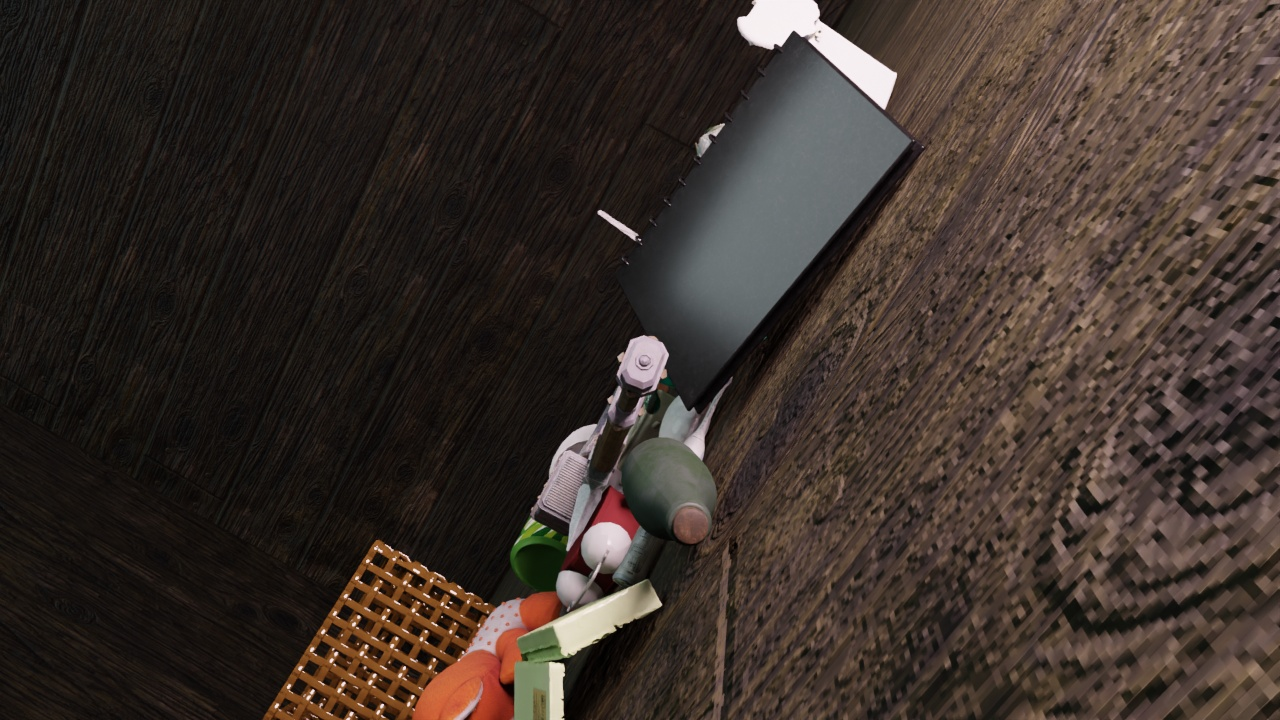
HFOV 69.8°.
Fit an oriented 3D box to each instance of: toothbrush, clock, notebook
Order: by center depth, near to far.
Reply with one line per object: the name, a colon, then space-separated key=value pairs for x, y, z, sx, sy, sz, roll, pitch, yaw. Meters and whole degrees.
notebook: x=0.073 y=-0.101 z=0.651 sx=0.232 sy=0.019 sz=0.169 roll=-52 pitch=42 yaw=25
toothbrush: x=0.030 y=0.083 z=0.671 sx=0.185 sy=0.022 sz=0.024 roll=-61 pitch=-33 yaw=-25
clock: x=-0.031 y=0.156 z=0.762 sx=0.087 sy=0.044 sz=0.124 roll=-58 pitch=3 yaw=28
clock: x=0.011 y=0.065 z=0.882 sx=0.093 sy=0.054 sz=0.140 roll=-59 pitch=5 yaw=18
toothbrush: x=0.031 y=-0.098 z=0.931 sx=0.010 sy=0.181 sz=0.010 roll=-55 pitch=-2 yaw=-12

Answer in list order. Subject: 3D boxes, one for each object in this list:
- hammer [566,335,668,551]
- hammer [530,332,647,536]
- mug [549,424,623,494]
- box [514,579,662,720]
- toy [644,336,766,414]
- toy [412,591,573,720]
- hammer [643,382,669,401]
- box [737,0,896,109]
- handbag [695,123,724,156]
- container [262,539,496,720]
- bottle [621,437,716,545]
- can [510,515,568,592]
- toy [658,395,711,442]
hammer: x=-0.016 y=0.046 z=0.612 sx=0.317 sy=0.028 sz=0.146 roll=111 pitch=-179 yaw=-73
hammer: x=-0.005 y=0.006 z=0.846 sx=0.321 sy=0.044 sz=0.099 roll=-63 pitch=2 yaw=-18
mug: x=-0.043 y=0.126 z=0.942 sx=0.068 sy=0.094 sz=0.115 roll=-65 pitch=-32 yaw=-81
box: x=-0.053 y=0.199 z=0.595 sx=0.133 sy=0.061 sz=0.188 roll=-63 pitch=4 yaw=-21
toy: x=0.063 y=-0.021 z=0.765 sx=0.130 sy=0.072 sz=0.194 roll=-11 pitch=-29 yaw=-37
toy: x=-0.129 y=0.288 z=0.803 sx=0.164 sy=0.093 sz=0.172 roll=-55 pitch=-8 yaw=36
hammer: x=0.033 y=-0.007 z=1.024 sx=0.129 sy=0.040 sz=0.321 roll=63 pitch=-134 yaw=-76
box: x=0.148 y=-0.259 z=0.798 sx=0.081 sy=0.160 sz=0.092 roll=-66 pitch=15 yaw=-17
handbag: x=0.114 y=-0.158 z=0.837 sx=0.171 sy=0.112 sz=0.123 roll=-95 pitch=1 yaw=-69
container: x=-0.271 y=0.370 z=1.088 sx=0.219 sy=0.214 sz=0.252 roll=-60 pitch=2 yaw=-19
bottle: x=0.019 y=0.080 z=0.533 sx=0.055 sy=0.055 sz=0.174 roll=-60 pitch=3 yaw=-1
can: x=-0.080 y=0.181 z=1.004 sx=0.083 sy=0.083 sz=0.143 roll=-58 pitch=3 yaw=33
toy: x=0.033 y=0.055 z=0.742 sx=0.126 sy=0.037 sz=0.075 roll=-56 pitch=-1 yaw=17
